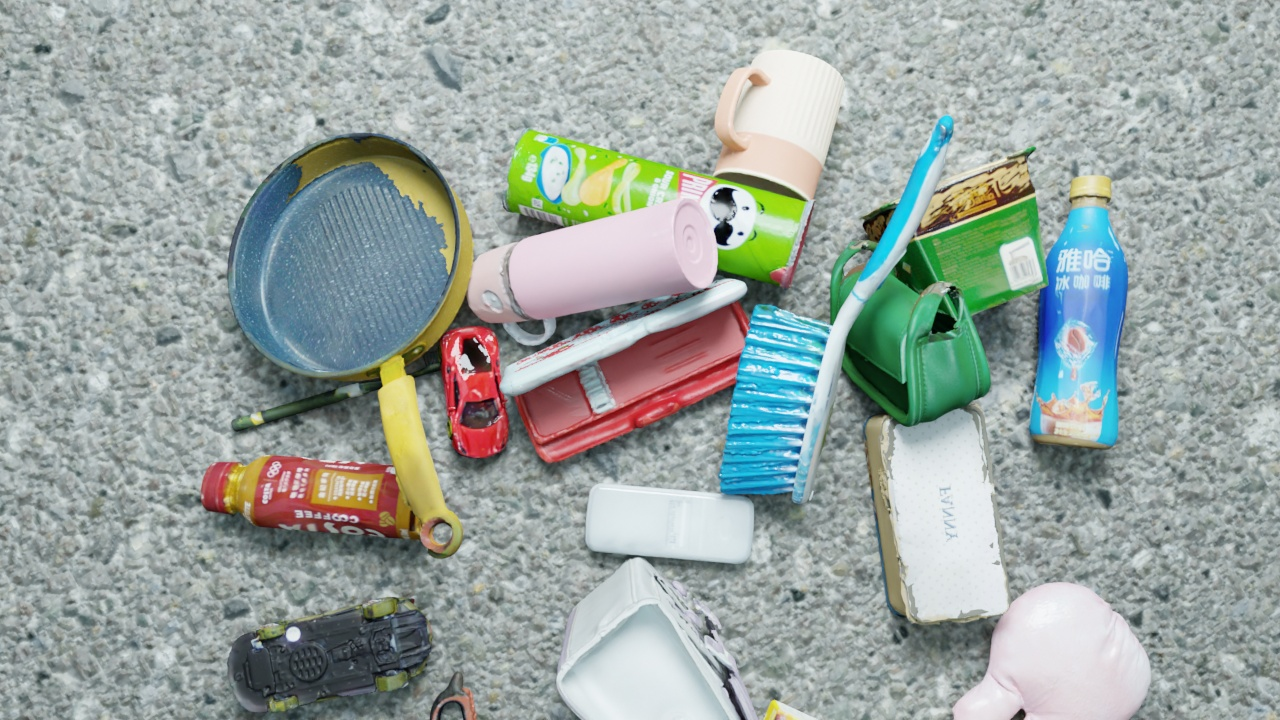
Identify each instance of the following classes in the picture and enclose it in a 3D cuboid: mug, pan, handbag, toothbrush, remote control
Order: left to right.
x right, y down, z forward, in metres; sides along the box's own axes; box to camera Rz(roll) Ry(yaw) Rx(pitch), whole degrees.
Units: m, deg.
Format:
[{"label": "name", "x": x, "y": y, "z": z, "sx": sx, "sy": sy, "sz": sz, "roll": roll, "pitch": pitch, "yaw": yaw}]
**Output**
[{"label": "toothbrush", "x": -0.245, "y": 0.024, "z": 0.752, "sx": 0.186, "sy": 0.012, "sz": 0.017, "roll": -17, "pitch": 81, "yaw": -2}, {"label": "pan", "x": -0.195, "y": -0.017, "z": 0.678, "sx": 0.198, "sy": 0.078, "sz": 0.357, "roll": -30, "pitch": 72, "yaw": 6}, {"label": "handbag", "x": 0.019, "y": 0.223, "z": 0.651, "sx": 0.098, "sy": 0.197, "sz": 0.145, "roll": -38, "pitch": 88, "yaw": -3}, {"label": "remote control", "x": 0.024, "y": 0.132, "z": 0.745, "sx": 0.136, "sy": 0.020, "sz": 0.056, "roll": 5, "pitch": 85, "yaw": 0}, {"label": "mug", "x": 0.102, "y": -0.186, "z": 0.726, "sx": 0.082, "sy": 0.114, "sz": 0.106, "roll": 12, "pitch": 81, "yaw": 44}, {"label": "handbag", "x": 0.201, "y": -0.022, "z": 0.696, "sx": 0.068, "sy": 0.131, "sz": 0.120, "roll": -20, "pitch": 122, "yaw": -8}]

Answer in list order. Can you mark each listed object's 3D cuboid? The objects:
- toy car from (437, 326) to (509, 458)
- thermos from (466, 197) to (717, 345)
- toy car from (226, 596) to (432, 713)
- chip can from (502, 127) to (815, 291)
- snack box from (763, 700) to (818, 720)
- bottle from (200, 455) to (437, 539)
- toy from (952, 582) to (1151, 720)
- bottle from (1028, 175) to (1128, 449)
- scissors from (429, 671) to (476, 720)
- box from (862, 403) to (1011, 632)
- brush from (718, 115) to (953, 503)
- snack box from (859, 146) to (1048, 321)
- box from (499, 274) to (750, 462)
[{"label": "toy car", "x": -0.133, "y": 0.026, "z": 0.739, "sx": 0.049, "sy": 0.031, "sz": 0.106, "roll": -6, "pitch": 88, "yaw": -21}, {"label": "thermos", "x": -0.040, "y": -0.061, "z": 0.695, "sx": 0.199, "sy": 0.067, "sz": 0.087, "roll": -10, "pitch": 116, "yaw": 32}, {"label": "toy car", "x": -0.244, "y": 0.230, "z": 0.723, "sx": 0.158, "sy": 0.042, "sz": 0.070, "roll": -10, "pitch": 86, "yaw": -3}, {"label": "chip can", "x": 0.012, "y": -0.119, "z": 0.718, "sx": 0.236, "sy": 0.072, "sz": 0.072, "roll": 17, "pitch": 86, "yaw": 10}, {"label": "snack box", "x": 0.152, "y": 0.341, "z": 0.728, "sx": 0.140, "sy": 0.034, "sz": 0.087, "roll": 25, "pitch": 87, "yaw": -1}, {"label": "bottle", "x": -0.251, "y": 0.106, "z": 0.724, "sx": 0.175, "sy": 0.057, "sz": 0.057, "roll": 4, "pitch": 86, "yaw": -1}, {"label": "toy", "x": 0.322, "y": 0.255, "z": 0.725, "sx": 0.159, "sy": 0.054, "sz": 0.121, "roll": -44, "pitch": 81, "yaw": -4}, {"label": "bottle", "x": 0.356, "y": -0.039, "z": 0.740, "sx": 0.065, "sy": 0.065, "sz": 0.218, "roll": 7, "pitch": 86, "yaw": -1}, {"label": "scissors", "x": -0.105, "y": 0.354, "z": 0.730, "sx": 0.189, "sy": 0.015, "sz": 0.222, "roll": 33, "pitch": 89, "yaw": 3}, {"label": "box", "x": 0.236, "y": 0.127, "z": 0.731, "sx": 0.090, "sy": 0.062, "sz": 0.184, "roll": -5, "pitch": 88, "yaw": -1}, {"label": "brush", "x": 0.132, "y": -0.027, "z": 0.662, "sx": 0.109, "sy": 0.060, "sz": 0.315, "roll": 16, "pitch": 117, "yaw": 18}, {"label": "snack box", "x": 0.252, "y": -0.089, "z": 0.719, "sx": 0.118, "sy": 0.117, "sz": 0.105, "roll": -22, "pitch": 91, "yaw": -1}, {"label": "box", "x": -0.005, "y": 0.003, "z": 0.713, "sx": 0.201, "sy": 0.102, "sz": 0.095, "roll": -24, "pitch": 86, "yaw": -2}]
